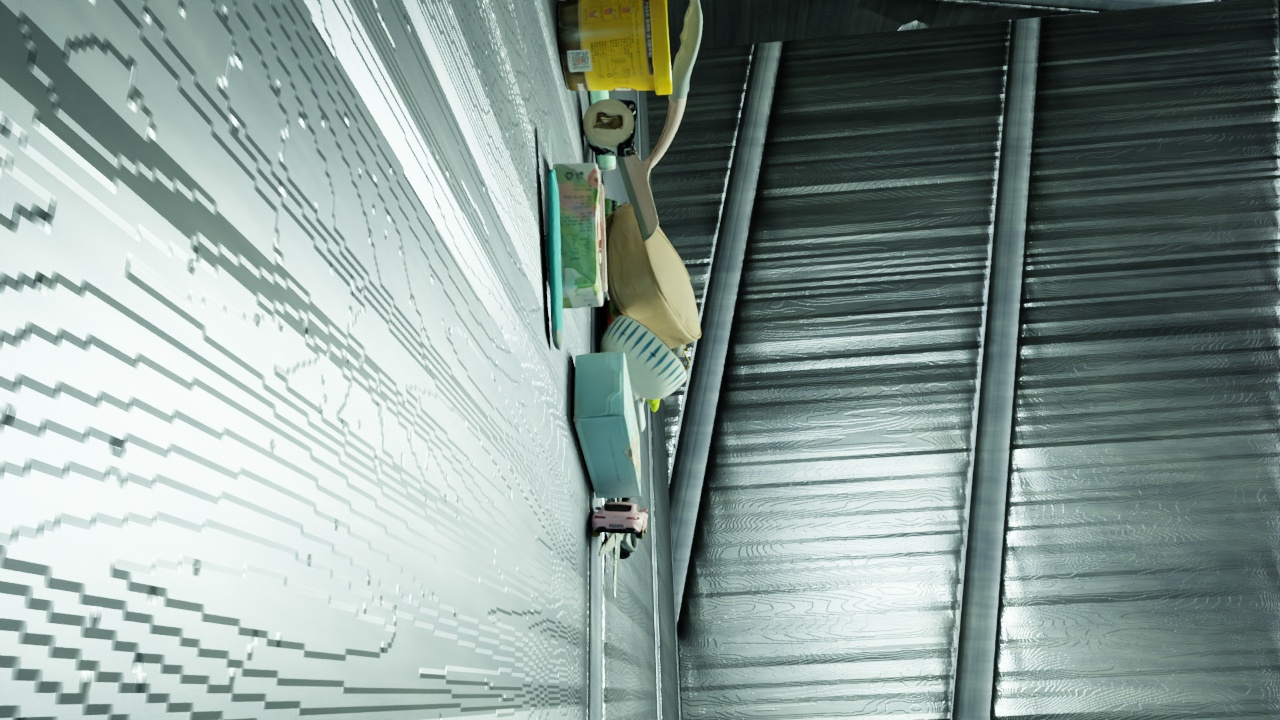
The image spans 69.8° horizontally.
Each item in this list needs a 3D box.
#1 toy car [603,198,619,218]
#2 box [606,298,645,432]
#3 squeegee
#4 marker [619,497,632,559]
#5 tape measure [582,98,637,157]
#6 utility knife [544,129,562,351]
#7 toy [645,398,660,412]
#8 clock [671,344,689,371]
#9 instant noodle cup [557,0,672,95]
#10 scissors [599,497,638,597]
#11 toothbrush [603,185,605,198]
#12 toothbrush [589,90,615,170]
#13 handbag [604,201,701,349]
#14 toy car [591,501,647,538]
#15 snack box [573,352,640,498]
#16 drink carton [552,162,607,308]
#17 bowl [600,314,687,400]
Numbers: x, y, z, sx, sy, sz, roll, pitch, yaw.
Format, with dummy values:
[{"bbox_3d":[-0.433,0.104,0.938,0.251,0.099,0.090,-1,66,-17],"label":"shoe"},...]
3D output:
[{"bbox_3d":[-0.041,-0.174,1.217,0.091,0.036,0.043,88,-1,-55],"label":"toy car"},{"bbox_3d":[-0.016,0.005,1.321,0.086,0.047,0.201,-88,173,-60],"label":"box"},{"bbox_3d":[0.035,-0.306,1.085,0.247,0.040,0.250,-104,-152,-48],"label":"squeegee"},{"bbox_3d":[-0.021,0.207,1.196,0.020,0.022,0.131,49,20,-24],"label":"marker"},{"bbox_3d":[-0.037,-0.284,1.122,0.033,0.066,0.065,84,9,-79],"label":"tape measure"},{"bbox_3d":[-0.073,-0.101,0.758,0.029,0.013,0.186,74,14,-84],"label":"utility knife"},{"bbox_3d":[0.022,0.026,1.346,0.100,0.031,0.096,-6,95,-77],"label":"toy"},{"bbox_3d":[0.025,-0.021,1.472,0.082,0.122,0.055,-56,169,30],"label":"clock"},{"bbox_3d":[-0.025,-0.342,0.984,0.118,0.114,0.118,-1,87,-87],"label":"instant noodle cup"},{"bbox_3d":[-0.028,0.205,1.075,0.159,0.014,0.177,58,21,-56],"label":"scissors"},{"bbox_3d":[-0.054,-0.164,1.130,0.017,0.016,0.187,48,29,-37],"label":"toothbrush"},{"bbox_3d":[-0.057,-0.366,1.234,0.027,0.026,0.225,-50,140,-53],"label":"toothbrush"},{"bbox_3d":[0.007,-0.100,1.191,0.204,0.100,0.147,51,26,-57],"label":"handbag"},{"bbox_3d":[-0.021,0.168,0.970,0.122,0.056,0.037,65,28,-82],"label":"toy car"},{"bbox_3d":[-0.031,0.070,0.930,0.175,0.051,0.074,82,6,-55],"label":"snack box"},{"bbox_3d":[-0.054,-0.111,0.818,0.053,0.045,0.122,79,8,-70],"label":"drink carton"},{"bbox_3d":[-0.007,0.007,1.131,0.066,0.116,0.116,-47,161,-14],"label":"bowl"}]
